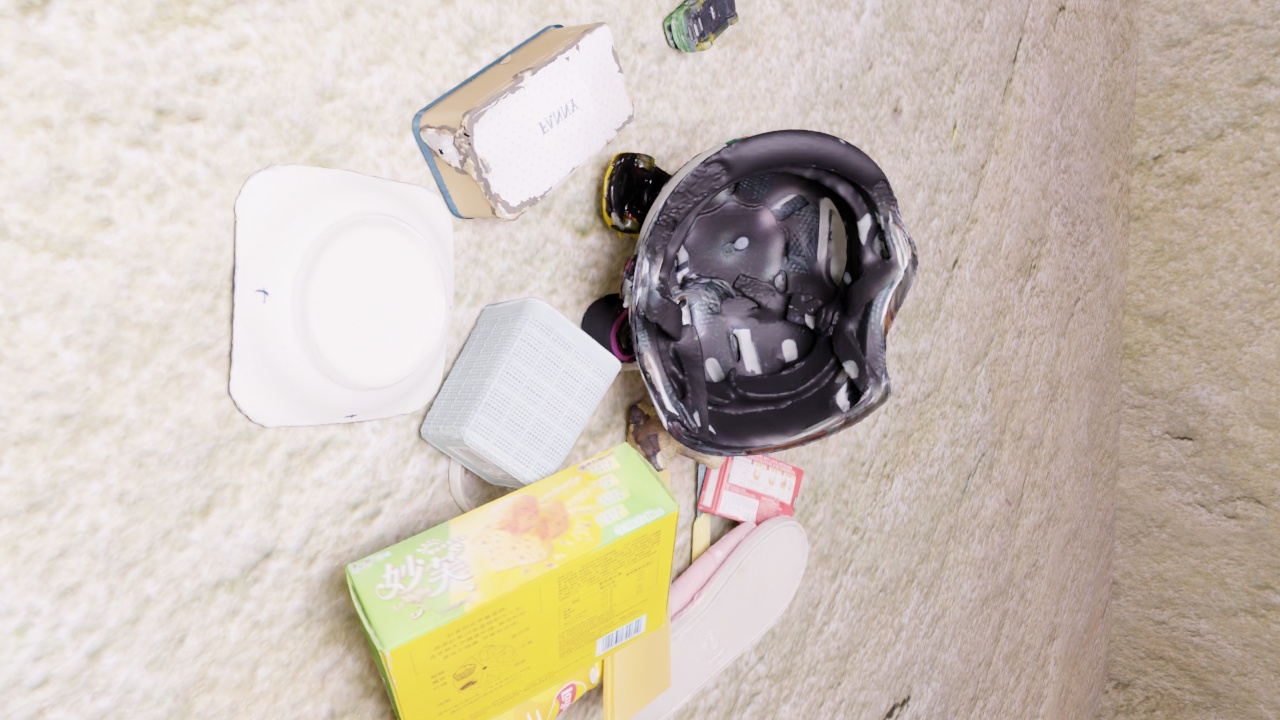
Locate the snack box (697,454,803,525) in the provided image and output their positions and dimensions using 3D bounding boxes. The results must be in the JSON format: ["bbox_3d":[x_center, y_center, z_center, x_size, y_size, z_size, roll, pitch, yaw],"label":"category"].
[{"bbox_3d":[0.121,0.138,0.983,0.152,0.025,0.075,24,78,-48],"label":"snack box"}]

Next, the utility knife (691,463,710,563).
[{"bbox_3d":[0.066,0.199,0.958,0.030,0.022,0.216,-18,118,-51],"label":"utility knife"}]

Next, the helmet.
[{"bbox_3d":[0.091,-0.064,0.753,0.230,0.156,0.274,-12,116,-7],"label":"helmet"}]

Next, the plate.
[{"bbox_3d":[-0.178,-0.039,0.591,0.163,0.034,0.164,-3,99,-51],"label":"plate"}]

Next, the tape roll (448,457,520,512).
[{"bbox_3d":[-0.112,0.082,0.715,0.085,0.014,0.086,-15,109,-50],"label":"tape roll"}]

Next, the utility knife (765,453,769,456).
[{"bbox_3d":[0.137,0.121,1.034,0.034,0.018,0.219,-44,128,-36],"label":"utility knife"}]

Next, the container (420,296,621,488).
[{"bbox_3d":[-0.088,0.028,0.658,0.090,0.090,0.111,39,66,-28],"label":"container"}]

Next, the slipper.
[{"bbox_3d":[0.068,0.259,0.935,0.273,0.054,0.114,-41,121,-21],"label":"slipper"}]

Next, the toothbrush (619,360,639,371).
[{"bbox_3d":[-0.005,0.005,0.830,0.179,0.016,0.016,-9,111,-51],"label":"toothbrush"}]

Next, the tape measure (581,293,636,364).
[{"bbox_3d":[-0.020,-0.026,0.786,0.057,0.039,0.057,-49,132,-34],"label":"tape measure"}]

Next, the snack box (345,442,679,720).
[{"bbox_3d":[-0.080,0.164,0.632,0.209,0.070,0.158,-22,140,-23],"label":"snack box"}]

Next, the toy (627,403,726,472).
[{"bbox_3d":[0.043,0.060,0.875,0.156,0.066,0.105,-13,75,-54],"label":"toy"}]

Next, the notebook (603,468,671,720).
[{"bbox_3d":[0.000,0.203,0.808,0.145,0.010,0.206,5,84,-68],"label":"notebook"}]

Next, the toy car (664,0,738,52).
[{"bbox_3d":[0.056,-0.310,0.823,0.091,0.036,0.043,-48,130,-33],"label":"toy car"}]

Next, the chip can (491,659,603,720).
[{"bbox_3d":[-0.122,0.276,0.699,0.212,0.072,0.072,-28,118,-44],"label":"chip can"}]

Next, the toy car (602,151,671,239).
[{"bbox_3d":[0.011,-0.135,0.798,0.155,0.041,0.071,14,87,-57],"label":"toy car"}]

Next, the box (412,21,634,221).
[{"bbox_3d":[-0.075,-0.180,0.670,0.183,0.062,0.090,-47,132,-37],"label":"box"}]
